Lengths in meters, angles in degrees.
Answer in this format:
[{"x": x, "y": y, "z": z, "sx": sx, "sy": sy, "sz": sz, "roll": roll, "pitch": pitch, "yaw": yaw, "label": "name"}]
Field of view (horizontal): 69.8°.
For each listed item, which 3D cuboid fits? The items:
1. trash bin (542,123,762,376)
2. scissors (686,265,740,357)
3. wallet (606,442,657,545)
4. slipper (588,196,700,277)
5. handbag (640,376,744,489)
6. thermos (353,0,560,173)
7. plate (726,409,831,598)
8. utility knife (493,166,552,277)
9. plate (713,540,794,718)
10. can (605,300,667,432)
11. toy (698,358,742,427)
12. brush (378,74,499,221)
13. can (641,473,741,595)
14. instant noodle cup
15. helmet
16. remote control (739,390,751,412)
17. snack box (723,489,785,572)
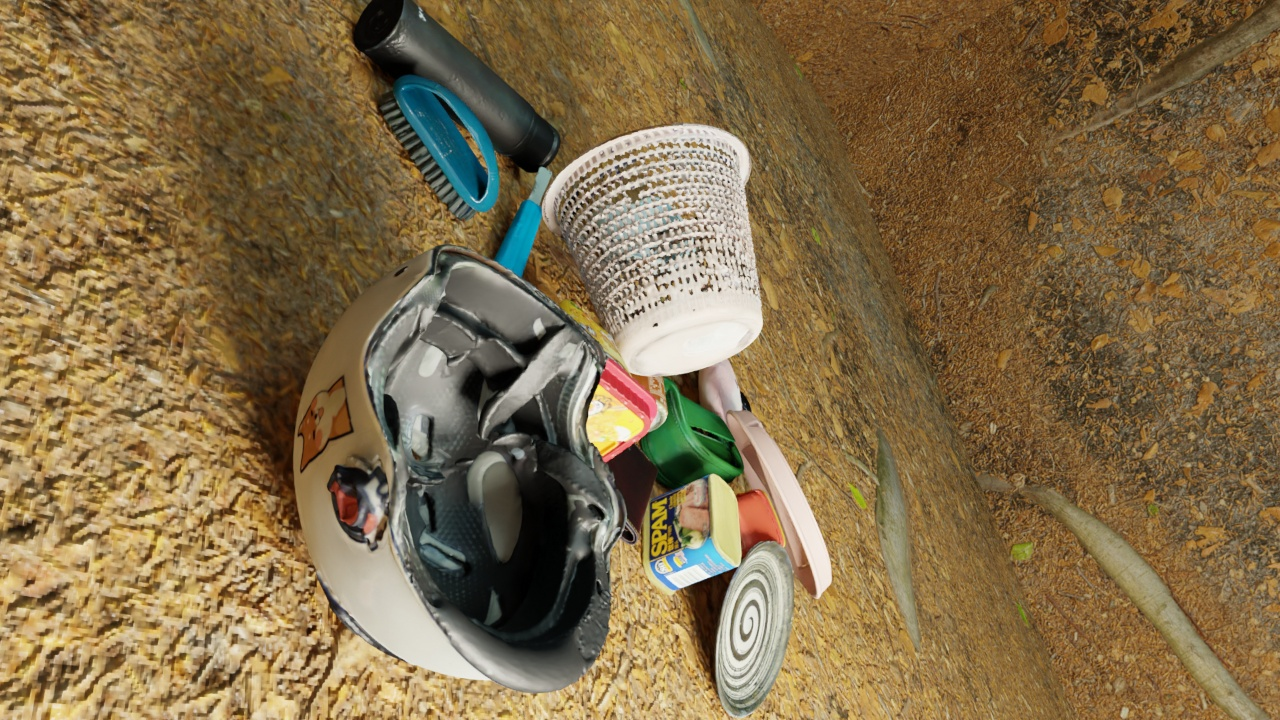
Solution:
[{"x": 0.029, "y": -0.098, "z": 0.940, "sx": 0.227, "sy": 0.228, "sz": 0.192, "roll": 19, "pitch": 51, "yaw": -57, "label": "trash bin"}, {"x": 0.095, "y": -0.107, "z": 1.375, "sx": 0.202, "sy": 0.015, "sz": 0.204, "roll": 33, "pitch": 37, "yaw": -48, "label": "scissors"}, {"x": -0.023, "y": 0.113, "z": 0.915, "sx": 0.096, "sy": 0.020, "sz": 0.122, "roll": 54, "pitch": 23, "yaw": -17, "label": "wallet"}, {"x": 0.018, "y": -0.170, "z": 1.212, "sx": 0.244, "sy": 0.074, "sz": 0.104, "roll": -7, "pitch": 71, "yaw": -61, "label": "slipper"}, {"x": 0.053, "y": 0.088, "z": 1.041, "sx": 0.131, "sy": 0.068, "sz": 0.120, "roll": 34, "pitch": 29, "yaw": -45, "label": "handbag"}, {"x": -0.186, "y": -0.283, "z": 0.953, "sx": 0.090, "sy": 0.068, "sz": 0.242, "roll": 45, "pitch": 8, "yaw": 38, "label": "thermos"}, {"x": 0.157, "y": 0.156, "z": 1.034, "sx": 0.229, "sy": 0.028, "sz": 0.229, "roll": 155, "pitch": -88, "yaw": -87, "label": "plate"}, {"x": -0.119, "y": -0.139, "z": 0.949, "sx": 0.034, "sy": 0.018, "sz": 0.215, "roll": 44, "pitch": 38, "yaw": -28, "label": "utility knife"}, {"x": 0.112, "y": 0.272, "z": 0.939, "sx": 0.179, "sy": 0.024, "sz": 0.179, "roll": -10, "pitch": 102, "yaw": -56, "label": "plate"}, {"x": -0.006, "y": 0.006, "z": 1.007, "sx": 0.058, "sy": 0.058, "sz": 0.147, "roll": 39, "pitch": 33, "yaw": -42, "label": "can"}, {"x": 0.097, "y": 0.033, "z": 1.171, "sx": 0.121, "sy": 0.054, "sz": 0.159, "roll": 77, "pitch": 0, "yaw": -48, "label": "toy"}, {"x": -0.179, "y": -0.204, "z": 0.859, "sx": 0.144, "sy": 0.074, "sz": 0.055, "roll": 57, "pitch": 30, "yaw": -13, "label": "brush"}, {"x": 0.051, "y": 0.172, "z": 0.919, "sx": 0.057, "sy": 0.083, "sz": 0.101, "roll": 45, "pitch": 29, "yaw": -34, "label": "can"}, {"x": -0.062, "y": 0.020, "z": 0.831, "sx": 0.116, "sy": 0.116, "sz": 0.123, "roll": 41, "pitch": 21, "yaw": -39, "label": "instant noodle cup"}, {"x": -0.127, "y": 0.072, "z": 0.582, "sx": 0.229, "sy": 0.157, "sz": 0.273, "roll": 20, "pitch": 58, "yaw": -58, "label": "helmet"}, {"x": 0.132, "y": 0.094, "z": 1.232, "sx": 0.053, "sy": 0.024, "sz": 0.136, "roll": 52, "pitch": 27, "yaw": -29, "label": "remote control"}, {"x": 0.096, "y": 0.189, "z": 0.989, "sx": 0.080, "sy": 0.091, "sz": 0.082, "roll": 2, "pitch": 62, "yaw": -55, "label": "snack box"}]
